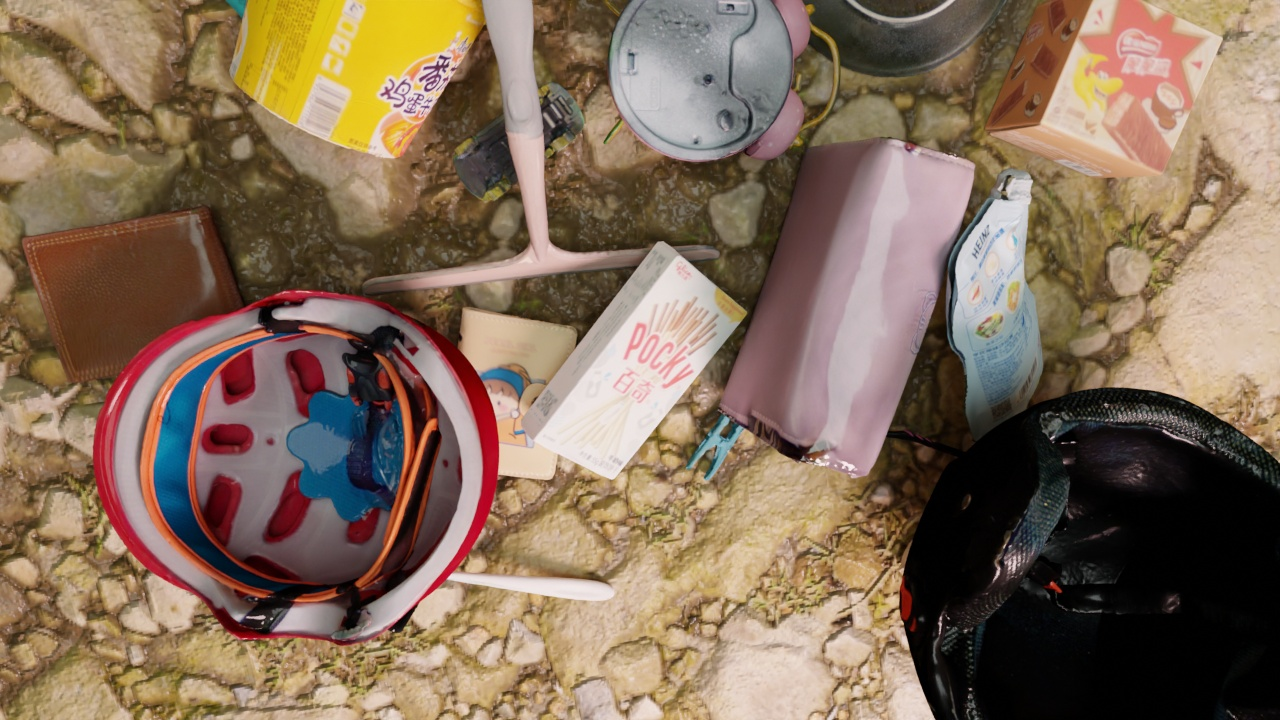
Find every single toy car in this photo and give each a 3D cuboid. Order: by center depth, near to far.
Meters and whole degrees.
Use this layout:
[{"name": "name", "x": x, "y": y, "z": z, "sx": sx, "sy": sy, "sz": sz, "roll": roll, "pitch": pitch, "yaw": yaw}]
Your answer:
[{"name": "toy car", "x": -0.080, "y": -0.144, "z": 0.607, "sx": 0.091, "sy": 0.036, "sz": 0.043, "roll": -36, "pitch": 103, "yaw": 1}]

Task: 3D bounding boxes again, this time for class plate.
[{"name": "plate", "x": 0.172, "y": -0.282, "z": 0.609, "sx": 0.179, "sy": 0.024, "sz": 0.179, "roll": -1, "pitch": 101, "yaw": -5}]

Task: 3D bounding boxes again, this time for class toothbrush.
[{"name": "toothbrush", "x": -0.104, "y": 0.158, "z": 0.664, "sx": 0.180, "sy": 0.016, "sz": 0.016, "roll": 11, "pitch": 101, "yaw": -19}, {"name": "toothbrush", "x": 0.219, "y": 0.061, "z": 0.688, "sx": 0.189, "sy": 0.014, "sz": 0.018, "roll": 17, "pitch": 90, "yaw": -9}]

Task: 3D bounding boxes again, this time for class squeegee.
[{"name": "squeegee", "x": -0.068, "y": -0.131, "z": 0.541, "sx": 0.247, "sy": 0.040, "sz": 0.250, "roll": -6, "pitch": 136, "yaw": -4}]

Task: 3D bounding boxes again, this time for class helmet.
[{"name": "helmet", "x": 0.281, "y": 0.154, "z": 0.570, "sx": 0.233, "sy": 0.230, "sz": 0.274, "roll": 21, "pitch": 83, "yaw": 4}, {"name": "helmet", "x": -0.198, "y": 0.062, "z": 0.586, "sx": 0.240, "sy": 0.144, "sz": 0.207, "roll": 6, "pitch": 90, "yaw": 13}]

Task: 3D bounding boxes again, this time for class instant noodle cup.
[{"name": "instant noodle cup", "x": -0.169, "y": -0.194, "z": 0.544, "sx": 0.138, "sy": 0.138, "sz": 0.110, "roll": 28, "pitch": 108, "yaw": -10}]

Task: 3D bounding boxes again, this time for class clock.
[{"name": "clock", "x": 0.054, "y": -0.189, "z": 0.600, "sx": 0.158, "sy": 0.060, "sz": 0.117, "roll": 1, "pitch": 100, "yaw": -4}]

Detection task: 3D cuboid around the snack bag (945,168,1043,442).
[{"name": "snack bag", "x": 0.232, "y": -0.031, "z": 0.599, "sx": 0.110, "sy": 0.039, "sz": 0.191, "roll": -50, "pitch": 139, "yaw": -14}]

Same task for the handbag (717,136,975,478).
[{"name": "handbag", "x": 0.133, "y": -0.036, "z": 0.590, "sx": 0.098, "sy": 0.145, "sz": 0.197, "roll": 17, "pitch": 97, "yaw": -5}]

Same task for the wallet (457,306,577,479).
[{"name": "wallet", "x": -0.091, "y": 0.025, "z": 0.648, "sx": 0.087, "sy": 0.024, "sz": 0.115, "roll": 11, "pitch": 99, "yaw": -2}]

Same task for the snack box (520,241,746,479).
[{"name": "snack box", "x": -0.004, "y": 0.004, "z": 0.630, "sx": 0.157, "sy": 0.027, "sz": 0.084, "roll": -51, "pitch": 133, "yaw": 6}]

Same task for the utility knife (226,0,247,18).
[{"name": "utility knife", "x": -0.285, "y": -0.268, "z": 0.574, "sx": 0.029, "sy": 0.013, "sz": 0.216, "roll": -42, "pitch": 102, "yaw": 3}]

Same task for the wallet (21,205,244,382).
[{"name": "wallet", "x": -0.330, "y": -0.043, "z": 0.608, "sx": 0.124, "sy": 0.032, "sz": 0.101, "roll": -11, "pitch": 105, "yaw": -3}]

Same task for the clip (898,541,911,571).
[{"name": "clip", "x": 0.231, "y": 0.132, "z": 0.693, "sx": 0.092, "sy": 0.035, "sz": 0.103, "roll": 7, "pitch": 96, "yaw": -8}]

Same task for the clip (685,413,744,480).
[{"name": "clip", "x": 0.057, "y": 0.062, "z": 0.672, "sx": 0.043, "sy": 0.014, "sz": 0.056, "roll": 34, "pitch": 98, "yaw": -11}]

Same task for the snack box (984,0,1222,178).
[{"name": "snack box", "x": 0.306, "y": -0.183, "z": 0.614, "sx": 0.092, "sy": 0.077, "sz": 0.094, "roll": 20, "pitch": 98, "yaw": -9}]

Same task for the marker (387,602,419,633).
[{"name": "marker", "x": -0.150, "y": 0.139, "z": 0.664, "sx": 0.022, "sy": 0.020, "sz": 0.132, "roll": 28, "pitch": 98, "yaw": -30}]
